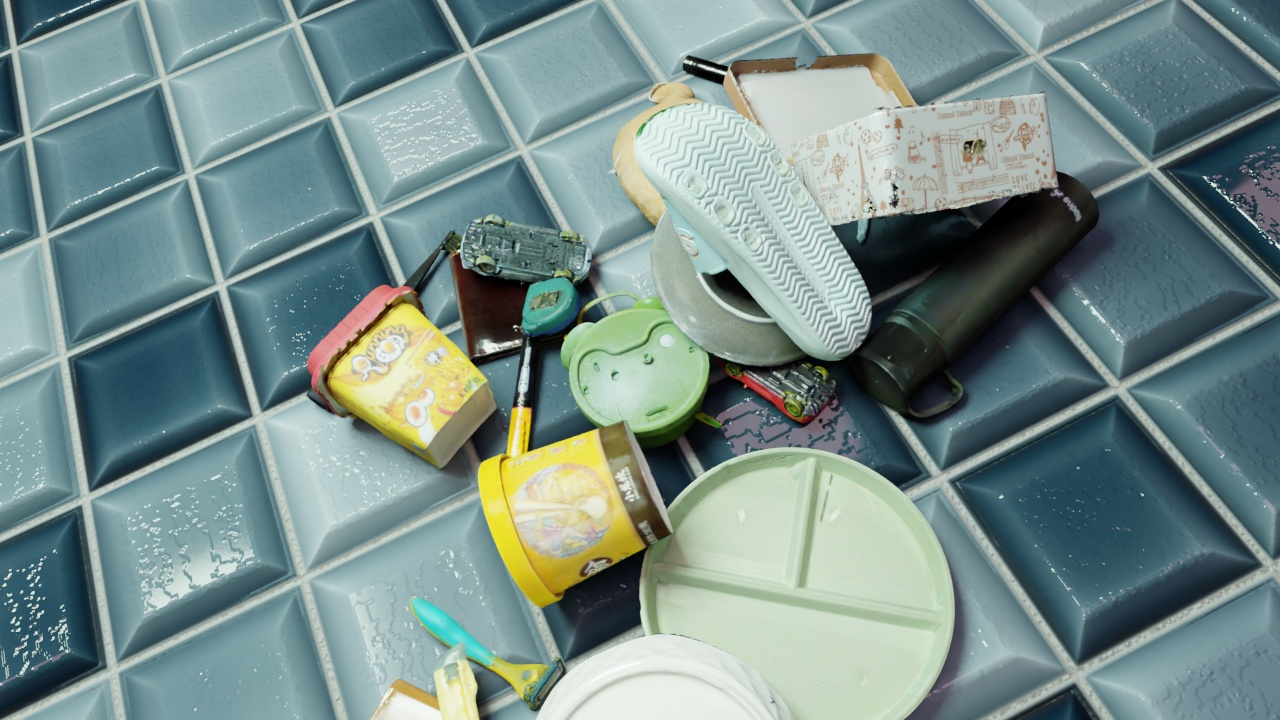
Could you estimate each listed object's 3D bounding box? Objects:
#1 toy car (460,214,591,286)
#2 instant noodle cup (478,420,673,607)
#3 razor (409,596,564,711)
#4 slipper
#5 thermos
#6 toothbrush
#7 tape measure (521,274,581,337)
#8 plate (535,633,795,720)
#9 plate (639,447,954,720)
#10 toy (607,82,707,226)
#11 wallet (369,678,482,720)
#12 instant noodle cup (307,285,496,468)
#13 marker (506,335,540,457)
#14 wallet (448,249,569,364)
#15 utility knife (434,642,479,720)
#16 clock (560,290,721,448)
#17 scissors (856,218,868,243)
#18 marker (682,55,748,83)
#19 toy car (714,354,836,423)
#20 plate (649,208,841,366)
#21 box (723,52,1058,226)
[{"bbox_3d":[-0.105,-0.098,0.847,0.120,0.037,0.054,8,63,-5],"label":"toy car"},{"bbox_3d":[-0.045,0.109,0.692,0.114,0.118,0.118,-23,61,1],"label":"instant noodle cup"},{"bbox_3d":[-0.124,0.219,0.702,0.132,0.028,0.043,25,45,17],"label":"razor"},{"bbox_3d":[0.089,-0.098,0.727,0.245,0.074,0.103,48,62,-11],"label":"slipper"},{"bbox_3d":[0.286,-0.052,0.772,0.242,0.068,0.090,-42,96,-12],"label":"thermos"},{"bbox_3d":[-0.235,-0.043,0.863,0.027,0.026,0.212,39,69,-12],"label":"toothbrush"},{"bbox_3d":[-0.080,-0.049,0.813,0.055,0.025,0.058,-15,47,25],"label":"tape measure"},{"bbox_3d":[0.014,0.290,0.608,0.205,0.045,0.204,-1,76,6],"label":"plate"},{"bbox_3d":[0.114,0.175,0.690,0.230,0.027,0.229,-4,62,8],"label":"plate"},{"bbox_3d":[0.038,-0.199,0.877,0.143,0.083,0.225,-16,58,-19],"label":"toy"},{"bbox_3d":[-0.151,0.308,0.654,0.131,0.035,0.118,20,65,17],"label":"wallet"},{"bbox_3d":[-0.195,0.019,0.780,0.123,0.116,0.116,37,72,12],"label":"instant noodle cup"},{"bbox_3d":[-0.102,0.031,0.801,0.018,0.015,0.123,3,68,3],"label":"marker"},{"bbox_3d":[-0.125,-0.061,0.859,0.096,0.020,0.122,-16,63,0],"label":"wallet"},{"bbox_3d":[-0.111,0.299,0.636,0.031,0.021,0.208,-21,65,-2],"label":"utility knife"},{"bbox_3d":[-0.005,0.005,0.783,0.116,0.056,0.161,-21,61,-4],"label":"clock"},{"bbox_3d":[0.213,-0.171,0.869,0.133,0.017,0.131,-22,63,0],"label":"scissors"},{"bbox_3d":[0.105,-0.289,0.946,0.132,0.020,0.022,24,39,21],"label":"marker"},{"bbox_3d":[0.111,0.010,0.774,0.106,0.031,0.049,35,58,16],"label":"toy car"},{"bbox_3d":[0.097,-0.081,0.771,0.179,0.024,0.179,4,72,-11],"label":"plate"},{"bbox_3d":[0.204,-0.189,0.789,0.179,0.133,0.271,-11,34,-22],"label":"box"}]
